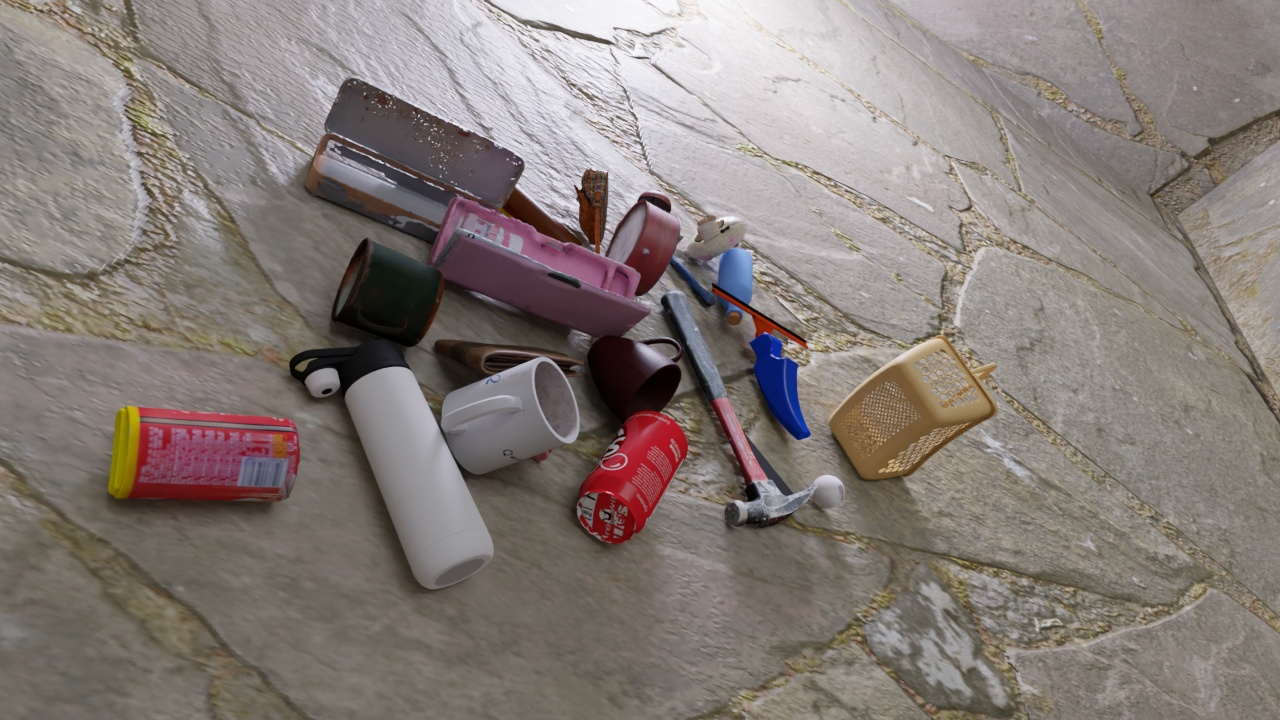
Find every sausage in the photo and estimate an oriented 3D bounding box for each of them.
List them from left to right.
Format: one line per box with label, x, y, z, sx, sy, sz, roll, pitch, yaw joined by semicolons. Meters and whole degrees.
sausage;-0.135;-0.175;1.103;0.155;0.040;0.040;42;38;7

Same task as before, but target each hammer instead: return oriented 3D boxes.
hammer;0.104;0.050;1.115;0.140;0.037;0.325;1;54;-38

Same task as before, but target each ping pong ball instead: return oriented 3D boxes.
ping pong ball;0.227;0.159;1.114;0.040;0.040;0.040;23;43;-23

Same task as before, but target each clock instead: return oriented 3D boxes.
clock;0.007;-0.151;1.152;0.062;0.110;0.156;25;43;-20

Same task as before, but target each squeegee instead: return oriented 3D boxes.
squeegee;0.177;0.020;1.188;0.249;0.055;0.184;24;39;-49

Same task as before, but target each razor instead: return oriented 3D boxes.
razor;0.052;-0.127;1.245;0.141;0.018;0.043;53;39;6

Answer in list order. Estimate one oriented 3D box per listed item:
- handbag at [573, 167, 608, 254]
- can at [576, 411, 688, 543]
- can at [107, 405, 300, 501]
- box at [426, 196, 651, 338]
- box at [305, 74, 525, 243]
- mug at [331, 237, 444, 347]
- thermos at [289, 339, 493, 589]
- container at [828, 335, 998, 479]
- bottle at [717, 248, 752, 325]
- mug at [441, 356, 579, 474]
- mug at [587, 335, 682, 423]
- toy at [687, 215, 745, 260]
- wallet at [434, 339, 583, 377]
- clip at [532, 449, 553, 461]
handbag;-0.060;-0.140;1.125;0.043;0.094;0.195;0;64;-2
can;-0.006;0.114;0.926;0.074;0.075;0.142;41;39;-3
can;-0.328;0.072;0.694;0.124;0.067;0.066;8;50;-36
box;-0.101;-0.094;0.989;0.232;0.107;0.099;22;84;-23
box;-0.240;-0.208;1.005;0.217;0.096;0.114;21;47;-25
mug;-0.238;-0.055;0.869;0.081;0.085;0.111;23;27;-26
thermos;-0.215;0.085;0.787;0.101;0.069;0.229;-15;64;-33
container;0.364;0.062;1.208;0.166;0.184;0.129;-12;63;-37
bottle;0.130;-0.097;1.259;0.048;0.048;0.130;28;41;-18
mug;-0.125;0.050;0.829;0.119;0.096;0.083;12;59;-68
mug;-0.006;0.006;1.017;0.113;0.087;0.088;-36;61;-24
toy;0.104;-0.171;1.272;0.050;0.087;0.112;62;12;0
wallet;-0.131;-0.003;0.923;0.121;0.099;0.027;3;98;-39
clip;-0.113;0.074;0.918;0.060;0.023;0.043;22;45;-16
